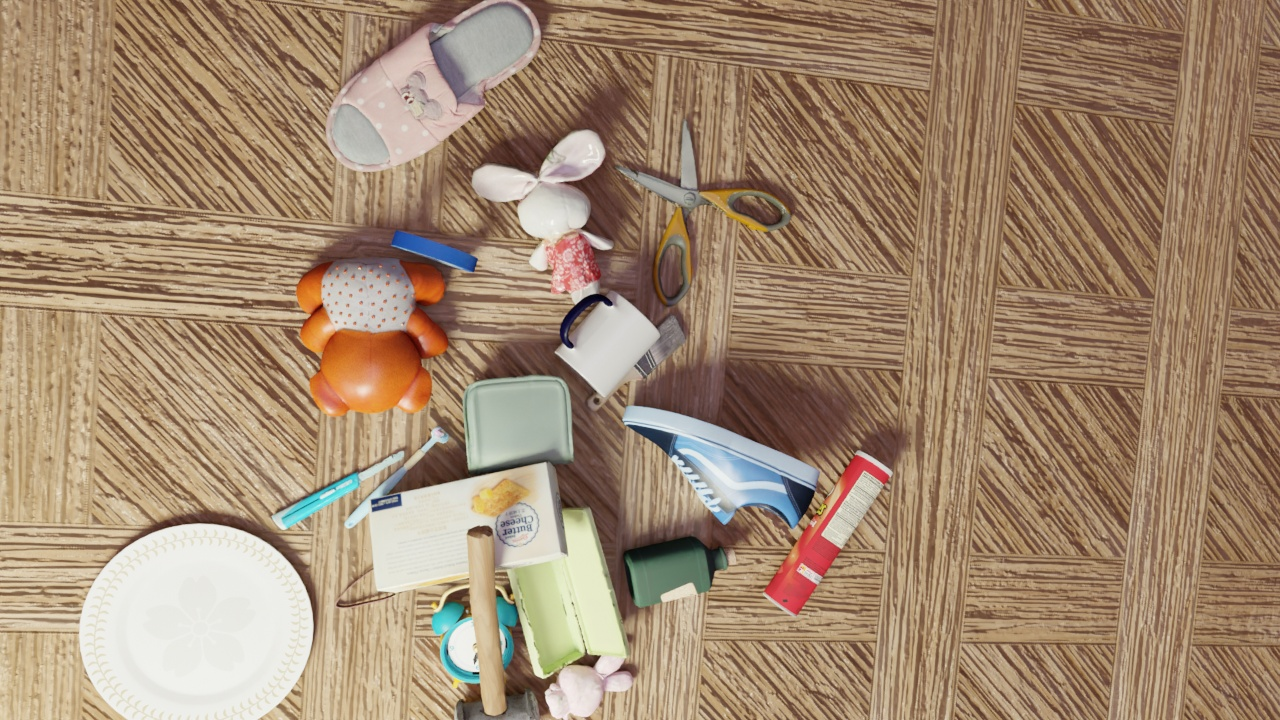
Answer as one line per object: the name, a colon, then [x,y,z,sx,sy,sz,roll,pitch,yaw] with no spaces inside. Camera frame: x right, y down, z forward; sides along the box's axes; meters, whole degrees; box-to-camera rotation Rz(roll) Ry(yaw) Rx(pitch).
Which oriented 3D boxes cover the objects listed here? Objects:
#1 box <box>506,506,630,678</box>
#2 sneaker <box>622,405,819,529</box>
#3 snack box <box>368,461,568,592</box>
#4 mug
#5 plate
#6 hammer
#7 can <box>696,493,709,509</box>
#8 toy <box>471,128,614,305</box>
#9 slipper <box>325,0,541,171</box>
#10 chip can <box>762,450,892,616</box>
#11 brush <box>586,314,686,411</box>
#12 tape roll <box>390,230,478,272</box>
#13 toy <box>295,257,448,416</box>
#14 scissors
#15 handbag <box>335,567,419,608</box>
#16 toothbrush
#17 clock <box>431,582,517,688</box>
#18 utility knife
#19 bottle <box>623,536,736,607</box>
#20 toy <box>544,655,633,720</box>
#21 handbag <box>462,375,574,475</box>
box: [-0.090,0.268,1.078,0.127,0.066,0.188,-16,96,5]
sneaker: [0.083,0.130,1.067,0.241,0.083,0.098,22,80,2]
snack box: [-0.190,0.187,1.018,0.208,0.057,0.104,-12,71,2]
mug: [-0.046,-0.028,1.047,0.097,0.078,0.112,-48,136,-5]
plate: [-0.492,0.301,1.027,0.242,0.016,0.242,-1,94,-11]
hammer: [-0.167,0.313,1.009,0.098,0.052,0.329,-6,121,-10]
can: [0.113,0.143,1.122,0.095,0.032,0.032,-39,100,-6]
toy: [-0.090,-0.153,1.041,0.159,0.084,0.194,-21,101,10]
slipper: [-0.228,-0.309,1.014,0.274,0.054,0.114,-39,100,-6]
chip can: [0.232,0.215,1.141,0.052,0.052,0.214,35,87,-11]
brush: [-0.007,0.006,1.100,0.151,0.012,0.039,-41,101,-6]
tape roll: [-0.226,-0.119,1.009,0.093,0.091,0.016,18,90,-7]
toy: [-0.295,-0.025,1.010,0.163,0.093,0.172,-1,82,-13]
scissors: [0.067,-0.170,1.100,0.225,0.016,0.229,18,90,-11]
handbag: [-0.297,0.255,1.058,0.119,0.029,0.055,-26,96,-3]
toothbrush: [-0.282,0.136,1.055,0.155,0.016,0.022,-45,114,-5]
clock: [-0.192,0.320,1.074,0.099,0.043,0.130,-3,102,-11]
utility knife: [-0.342,0.144,1.046,0.161,0.015,0.022,-31,69,-9]
bottle: [0.050,0.249,1.103,0.131,0.061,0.061,-11,98,-10]
toy: [-0.062,0.389,1.101,0.110,0.047,0.063,-20,105,-18]
handbag: [-0.142,0.073,1.051,0.121,0.067,0.106,-5,86,-11]
